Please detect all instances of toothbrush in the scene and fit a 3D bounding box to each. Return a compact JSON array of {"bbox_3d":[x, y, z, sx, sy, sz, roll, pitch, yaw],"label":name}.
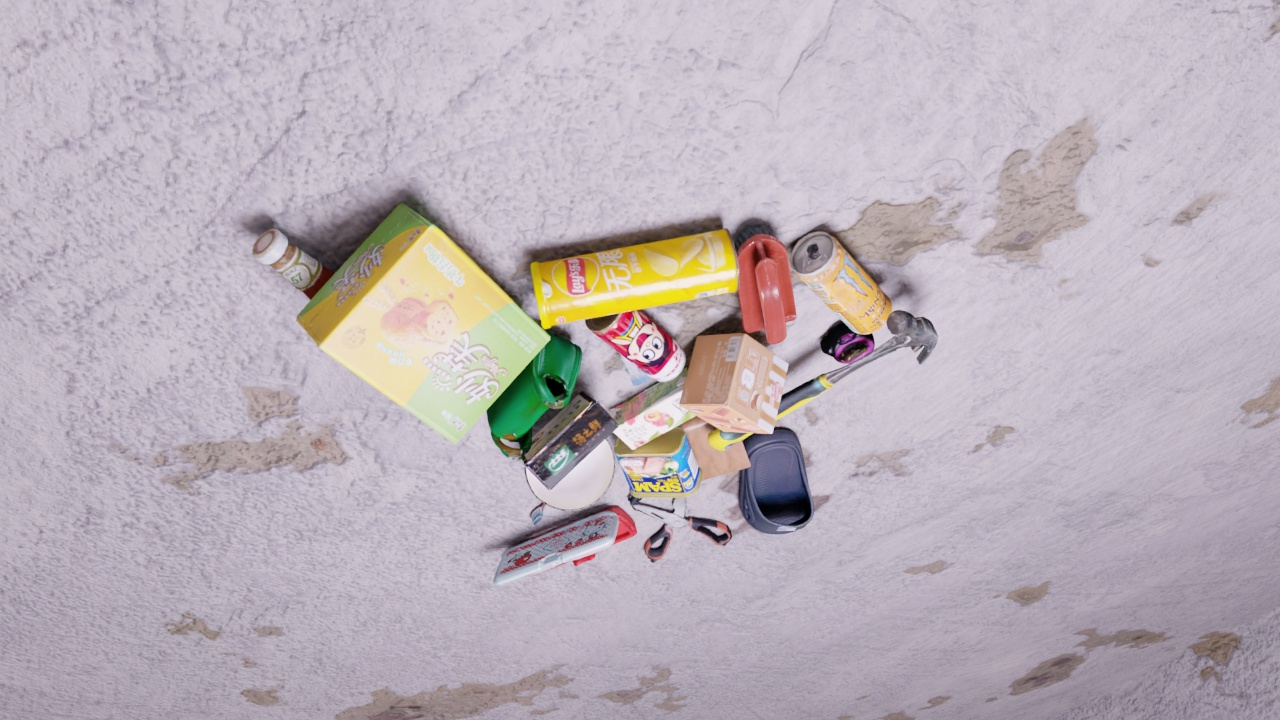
[{"bbox_3d":[0.040,0.154,1.311,0.014,0.017,0.190,22,128,-32],"label":"toothbrush"},{"bbox_3d":[-0.112,0.180,1.301,0.016,0.017,0.188,14,134,-30],"label":"toothbrush"}]

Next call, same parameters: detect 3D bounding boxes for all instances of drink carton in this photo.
[{"bbox_3d":[0.024,0.061,1.173,0.123,0.045,0.053,-31,126,20],"label":"drink carton"}]

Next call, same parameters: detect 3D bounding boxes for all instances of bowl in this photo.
[{"bbox_3d":[-0.095,0.133,1.196,0.116,0.116,0.066,-4,-176,-10],"label":"bowl"}]

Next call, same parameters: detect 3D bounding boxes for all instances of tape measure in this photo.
[{"bbox_3d":[0.261,-0.022,1.141,0.057,0.039,0.058,22,129,-34],"label":"tape measure"}]

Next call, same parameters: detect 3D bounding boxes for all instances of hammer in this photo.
[{"bbox_3d":[0.220,0.035,1.141,0.324,0.032,0.126,-33,151,31],"label":"hammer"}]

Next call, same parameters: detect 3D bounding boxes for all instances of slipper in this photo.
[{"bbox_3d":[0.203,0.206,1.366,0.111,0.083,0.268,-13,139,3],"label":"slipper"}]

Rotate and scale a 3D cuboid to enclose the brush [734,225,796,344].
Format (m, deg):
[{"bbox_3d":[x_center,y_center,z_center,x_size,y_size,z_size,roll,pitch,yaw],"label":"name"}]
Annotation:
[{"bbox_3d":[0.138,-0.083,1.013,0.063,0.069,0.146,-16,140,2],"label":"brush"}]

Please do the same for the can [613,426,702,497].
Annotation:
[{"bbox_3d":[0.022,0.135,1.227,0.102,0.057,0.083,-4,131,23],"label":"can"}]

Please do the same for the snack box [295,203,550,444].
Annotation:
[{"bbox_3d":[-0.213,-0.032,0.932,0.157,0.070,0.210,-49,136,-5],"label":"snack box"}]

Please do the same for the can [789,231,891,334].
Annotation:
[{"bbox_3d":[0.229,-0.086,1.042,0.058,0.058,0.146,-33,137,23],"label":"can"}]

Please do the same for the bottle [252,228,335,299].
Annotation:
[{"bbox_3d":[-0.304,-0.060,0.934,0.060,0.059,0.206,-26,139,16],"label":"bottle"}]

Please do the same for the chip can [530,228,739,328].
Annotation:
[{"bbox_3d":[-0.006,-0.087,0.971,0.213,0.072,0.072,-11,141,-3],"label":"chip can"}]

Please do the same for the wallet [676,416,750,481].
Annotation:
[{"bbox_3d":[0.091,0.120,1.263,0.101,0.020,0.115,-18,125,9],"label":"wallet"}]

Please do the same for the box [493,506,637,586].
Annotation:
[{"bbox_3d":[-0.114,0.279,1.379,0.201,0.074,0.154,-23,169,14],"label":"box"}]

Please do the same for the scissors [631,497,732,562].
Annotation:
[{"bbox_3d":[0.065,0.261,1.445,0.189,0.015,0.226,1,139,-15],"label":"scissors"}]

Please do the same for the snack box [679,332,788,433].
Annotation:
[{"bbox_3d":[0.113,0.029,1.102,0.077,0.092,0.094,-2,156,45],"label":"snack box"}]

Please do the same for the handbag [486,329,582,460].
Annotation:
[{"bbox_3d":[-0.123,0.036,1.049,0.068,0.120,0.132,23,131,-28],"label":"handbag"}]

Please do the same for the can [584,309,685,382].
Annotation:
[{"bbox_3d":[-0.003,-0.025,1.057,0.053,0.053,0.132,-31,137,21],"label":"can"}]

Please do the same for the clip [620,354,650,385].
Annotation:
[{"bbox_3d":[-0.008,0.005,1.119,0.027,0.043,0.058,-17,133,9],"label":"clip"}]

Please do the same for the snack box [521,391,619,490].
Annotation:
[{"bbox_3d":[-0.089,0.093,1.096,0.113,0.126,0.053,-43,104,-6],"label":"snack box"}]
